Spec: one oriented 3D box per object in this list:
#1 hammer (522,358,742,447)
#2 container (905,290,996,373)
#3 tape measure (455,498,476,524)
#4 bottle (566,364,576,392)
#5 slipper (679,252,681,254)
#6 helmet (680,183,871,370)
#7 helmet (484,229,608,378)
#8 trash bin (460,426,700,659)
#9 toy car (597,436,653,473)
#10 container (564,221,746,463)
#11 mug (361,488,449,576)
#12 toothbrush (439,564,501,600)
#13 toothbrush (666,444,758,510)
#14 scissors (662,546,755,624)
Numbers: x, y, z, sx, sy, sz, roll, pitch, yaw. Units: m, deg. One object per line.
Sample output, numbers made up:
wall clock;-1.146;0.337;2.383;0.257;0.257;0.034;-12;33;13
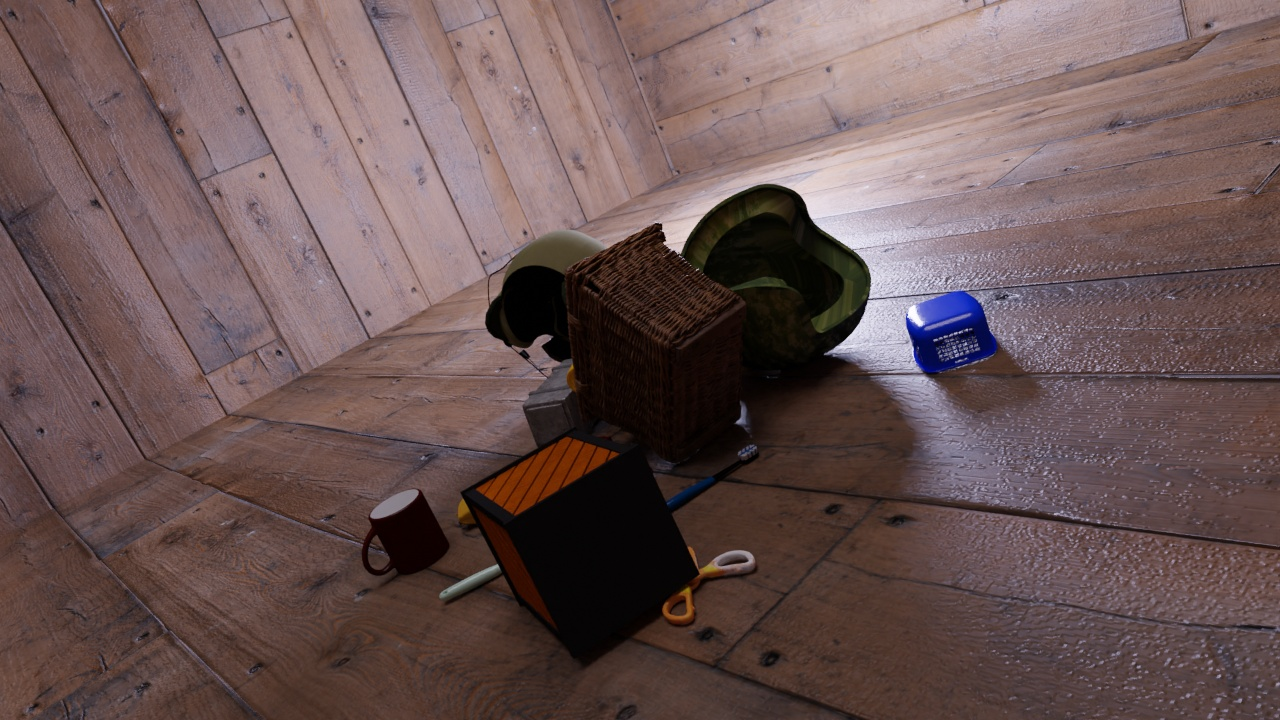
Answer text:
hammer;-0.001;0.041;1.365;0.327;0.079;0.176;-10;20;23
container;0.375;-0.039;1.122;0.096;0.058;0.114;-19;17;14
tape measure;-0.212;0.194;1.228;0.068;0.030;0.059;-20;17;4
bottle;-0.074;0.000;1.356;0.043;0.043;0.143;-18;19;15
slipper;0.042;-0.114;1.434;0.114;0.052;0.264;-22;-18;-36
helmet;0.177;-0.096;1.266;0.244;0.247;0.212;-25;51;40
helmet;-0.115;-0.091;1.556;0.251;0.256;0.232;-11;23;33
trash bin;-0.064;0.167;0.897;0.139;0.140;0.172;-29;13;-20
toy car;-0.070;0.138;1.159;0.170;0.062;0.070;-7;22;43
container;0.028;-0.009;1.156;0.161;0.250;0.183;-32;48;-30
mug;-0.308;0.225;1.166;0.105;0.082;0.073;-32;19;-29
toothbrush;-0.159;0.236;1.052;0.154;0.015;0.022;-26;46;-11
toothbrush;0.068;0.143;1.045;0.167;0.014;0.014;-29;29;-21
scissors;0.053;0.206;0.869;0.131;0.011;0.125;-21;17;8
